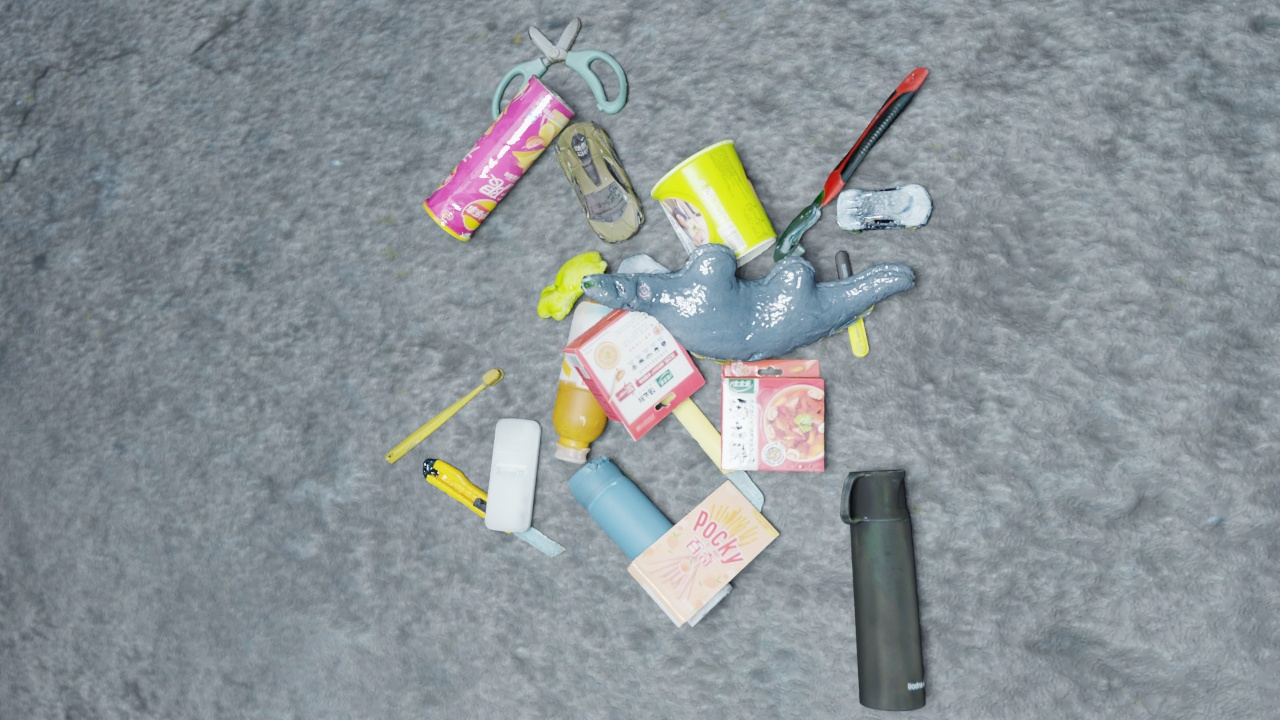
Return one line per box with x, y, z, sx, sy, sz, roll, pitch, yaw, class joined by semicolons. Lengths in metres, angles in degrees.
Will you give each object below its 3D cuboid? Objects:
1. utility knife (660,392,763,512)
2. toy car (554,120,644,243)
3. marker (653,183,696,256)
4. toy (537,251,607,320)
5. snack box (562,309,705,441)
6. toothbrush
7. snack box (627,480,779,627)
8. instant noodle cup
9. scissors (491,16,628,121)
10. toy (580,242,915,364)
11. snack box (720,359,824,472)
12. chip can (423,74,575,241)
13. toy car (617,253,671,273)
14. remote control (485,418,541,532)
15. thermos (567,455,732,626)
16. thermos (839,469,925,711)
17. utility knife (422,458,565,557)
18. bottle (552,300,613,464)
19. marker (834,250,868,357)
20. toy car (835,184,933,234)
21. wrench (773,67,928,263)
0.076;0.090;1.059;0.031;0.021;0.204;-43;70;12;utility knife
-0.049;-0.217;1.114;0.070;0.042;0.158;-29;80;11;toy car
0.053;-0.149;1.090;0.017;0.017;0.145;-29;78;11;marker
-0.083;-0.093;1.104;0.097;0.031;0.100;9;65;49;toy
-0.006;0.006;1.039;0.113;0.044;0.127;-38;108;-19;snack box
-0.248;0.069;1.152;0.190;0.016;0.015;-37;76;9;toothbrush
0.070;0.207;0.999;0.156;0.026;0.084;-36;73;-30;snack box
0.090;-0.166;1.041;0.112;0.111;0.123;-32;86;10;instant noodle cup
-0.100;-0.341;1.151;0.170;0.019;0.171;36;94;17;scissors
0.111;-0.058;1.001;0.356;0.138;0.091;1;50;-6;toy
0.146;0.060;1.022;0.113;0.044;0.127;0;85;7;snack box
-0.173;-0.247;1.123;0.211;0.071;0.071;-47;75;12;chip can
0.025;-0.083;1.082;0.121;0.036;0.054;33;94;19;toy car
-0.154;0.138;1.110;0.056;0.020;0.136;3;79;9;remote control
0.007;0.201;1.046;0.220;0.070;0.070;45;97;16;thermos
0.247;0.238;0.964;0.069;0.089;0.242;-14;78;56;thermos
-0.183;0.180;1.124;0.216;0.015;0.033;30;95;15;utility knife
-0.062;0.026;1.078;0.068;0.068;0.189;12;88;16;bottle
0.237;-0.064;1.032;0.018;0.015;0.124;-11;80;9;marker
0.272;-0.170;1.024;0.106;0.031;0.049;-2;85;14;toy car
0.234;-0.218;1.034;0.016;0.056;0.273;36;91;-23;wrench
